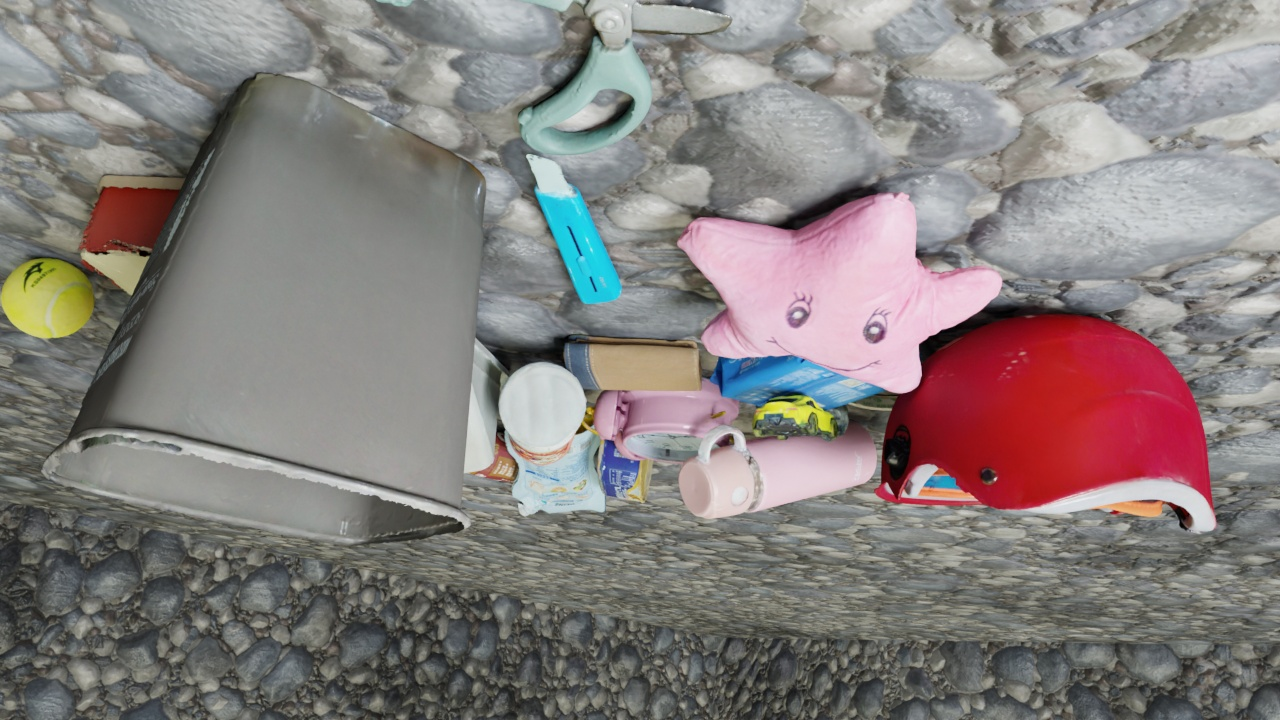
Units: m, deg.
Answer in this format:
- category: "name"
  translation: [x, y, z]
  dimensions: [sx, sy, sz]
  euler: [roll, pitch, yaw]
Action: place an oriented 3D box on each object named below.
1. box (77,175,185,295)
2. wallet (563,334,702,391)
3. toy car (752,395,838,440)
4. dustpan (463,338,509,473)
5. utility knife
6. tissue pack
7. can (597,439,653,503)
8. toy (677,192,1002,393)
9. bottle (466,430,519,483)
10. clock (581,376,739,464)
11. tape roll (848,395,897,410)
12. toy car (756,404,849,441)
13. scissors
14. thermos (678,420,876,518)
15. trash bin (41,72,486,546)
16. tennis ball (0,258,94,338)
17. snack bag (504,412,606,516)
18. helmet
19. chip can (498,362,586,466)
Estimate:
- category: "box"
  translation: [-0.323, -0.057, 0.672]
  dimensions: [0.091, 0.077, 0.168]
  euler: [3, 158, 7]
- category: "wallet"
  translation: [-0.005, 0.005, 0.797]
  dimensions: [0.115, 0.033, 0.090]
  euler: [3, 161, 8]
- category: "toy car"
  translation: [0.121, 0.045, 0.714]
  dimensions: [0.048, 0.032, 0.105]
  euler: [-5, 169, 25]
- category: "dustpan"
  translation: [-0.230, 0.019, 0.820]
  dimensions: [0.223, 0.142, 0.258]
  euler: [-10, 141, 3]
- category: "utility knife"
  translation: [-0.043, -0.083, 0.601]
  dimensions: [0.034, 0.018, 0.179]
  euler: [3, 157, 12]
- category: "tissue pack"
  translation: [0.132, 0.001, 0.715]
  dimensions: [0.095, 0.052, 0.157]
  euler: [15, 158, -26]
- category: "can"
  translation: [-0.015, 0.112, 1.020]
  dimensions: [0.049, 0.074, 0.148]
  euler: [8, 159, 6]
- category: "toy"
  translation: [0.116, -0.046, 0.568]
  dimensions: [0.194, 0.074, 0.179]
  euler: [13, 144, -3]
- category: "bottle"
  translation: [-0.136, 0.125, 1.111]
  dimensions: [0.174, 0.057, 0.058]
  euler: [19, 156, -29]
- category: "clock"
  translation: [0.017, 0.059, 0.890]
  dimensions: [0.159, 0.059, 0.117]
  euler: [-1, 157, 21]
- category: "tape roll"
  translation: [0.215, 0.024, 0.801]
  dimensions: [0.086, 0.013, 0.086]
  euler: [6, 159, 2]
- category: "toy car"
  translation: [0.148, 0.045, 0.841]
  dimensions: [0.090, 0.042, 0.034]
  euler: [13, 124, -16]
- category: "scissors"
  translation: [-0.046, -0.147, 0.436]
  dimensions: [0.170, 0.019, 0.179]
  euler: [6, 158, -1]
- category: "thermos"
  translation: [0.130, 0.092, 0.857]
  dimensions: [0.198, 0.087, 0.067]
  euler: [-6, -161, -32]
- category: "trash bin"
  translation: [-0.200, -0.019, 0.536]
  dimensions: [0.198, 0.219, 0.200]
  euler: [21, 156, -34]
- category: "tennis ball"
  translation: [-0.486, -0.051, 0.754]
  dimensions: [0.065, 0.065, 0.065]
  euler: [6, 159, 2]
- category: "snack bag"
  translation: [-0.094, 0.125, 1.047]
  dimensions: [0.110, 0.038, 0.191]
  euler: [-9, 142, -9]
- category: "helmet"
  translation: [0.277, 0.043, 0.659]
  dimensions: [0.206, 0.144, 0.240]
  euler: [7, 171, -17]
- category: "chip can"
  translation: [-0.092, 0.055, 0.855]
  dimensions: [0.071, 0.071, 0.215]
  euler: [9, 169, -4]
